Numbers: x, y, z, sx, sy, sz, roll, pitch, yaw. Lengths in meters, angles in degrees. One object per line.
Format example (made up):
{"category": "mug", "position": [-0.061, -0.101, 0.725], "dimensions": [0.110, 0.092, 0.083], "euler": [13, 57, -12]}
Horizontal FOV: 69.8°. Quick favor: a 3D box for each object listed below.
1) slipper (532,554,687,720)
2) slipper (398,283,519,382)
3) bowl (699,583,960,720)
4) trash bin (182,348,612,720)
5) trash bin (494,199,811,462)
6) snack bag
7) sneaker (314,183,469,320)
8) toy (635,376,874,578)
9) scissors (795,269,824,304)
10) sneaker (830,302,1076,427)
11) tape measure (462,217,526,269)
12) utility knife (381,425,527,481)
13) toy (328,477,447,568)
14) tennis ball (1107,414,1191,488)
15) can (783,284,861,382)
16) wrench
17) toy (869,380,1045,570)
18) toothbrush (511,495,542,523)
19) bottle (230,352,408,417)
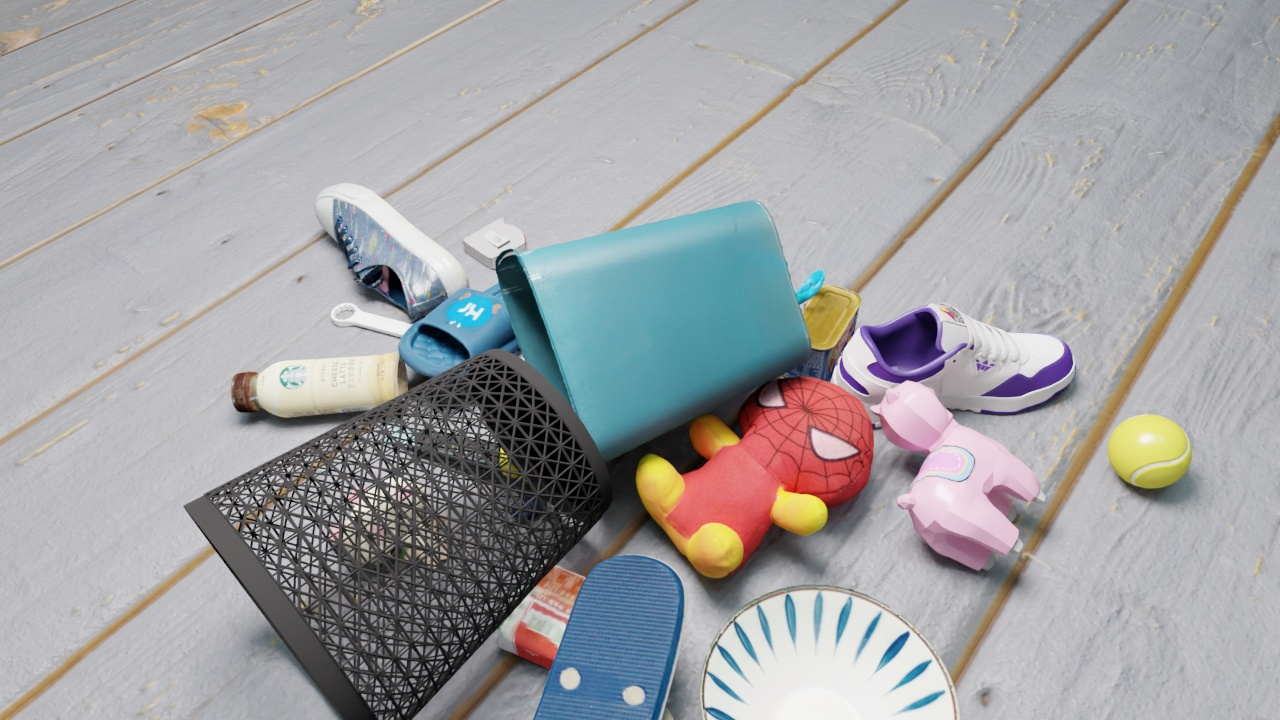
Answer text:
{"category": "slipper", "position": [-0.027, 0.283, 0.642], "dimensions": [0.118, 0.060, 0.294], "euler": [5, 62, 14]}
{"category": "slipper", "position": [-0.162, -0.047, 0.948], "dimensions": [0.104, 0.059, 0.213], "euler": [23, 39, 26]}
{"category": "bowl", "position": [0.130, 0.256, 0.658], "dimensions": [0.177, 0.071, 0.177], "euler": [-1, 46, 1]}
{"category": "trash bin", "position": [-0.165, 0.123, 0.690], "dimensions": [0.242, 0.217, 0.217], "euler": [-37, 56, -27]}
{"category": "trash bin", "position": [0.010, -0.033, 0.814], "dimensions": [0.218, 0.199, 0.197], "euler": [-20, 7, -14]}
{"category": "snack bag", "position": [-0.050, 0.212, 0.731], "dimensions": [0.116, 0.036, 0.076], "euler": [17, 49, 18]}
{"category": "sneaker", "position": [-0.298, -0.122, 1.023], "dimensions": [0.235, 0.088, 0.079], "euler": [33, 54, 25]}
{"category": "toy", "position": [0.110, 0.094, 0.793], "dimensions": [0.215, 0.099, 0.147], "euler": [-29, 62, -21]}
{"category": "scissors", "position": [0.141, -0.045, 0.940], "dimensions": [0.014, 0.127, 0.133], "euler": [37, 9, -11]}
{"category": "sneaker", "position": [0.302, -0.010, 0.872], "dimensions": [0.244, 0.111, 0.091], "euler": [-9, 47, -6]}
{"category": "tape measure", "position": [-0.168, -0.138, 1.076], "dimensions": [0.060, 0.020, 0.062], "euler": [-36, 55, -27]}
{"category": "utility knife", "position": [-0.163, 0.085, 0.860], "dimensions": [0.203, 0.020, 0.028], "euler": [11, 43, 22]}
{"category": "toy", "position": [-0.221, 0.141, 0.800], "dimensions": [0.112, 0.050, 0.087], "euler": [14, 49, 23]}
{"category": "tennis ball", "position": [0.450, 0.080, 0.813], "dimensions": [0.065, 0.065, 0.065], "euler": [-1, 47, 1]}
{"category": "can", "position": [0.184, -0.026, 0.929], "dimensions": [0.054, 0.059, 0.099], "euler": [22, 51, 21]}
{"category": "wrench", "position": [-0.210, -0.021, 0.975], "dimensions": [0.274, 0.009, 0.047], "euler": [14, 49, 15]}
{"category": "toy", "position": [0.260, 0.093, 0.785], "dimensions": [0.157, 0.067, 0.123], "euler": [39, 55, 9]}
{"category": "toothbrush", "position": [-0.040, 0.094, 0.856], "dimensions": [0.189, 0.016, 0.017], "euler": [-33, 61, -26]}
{"category": "bottle", "position": [-0.315, 0.026, 0.903], "dimensions": [0.162, 0.057, 0.056], "euler": [-4, 47, -1]}
